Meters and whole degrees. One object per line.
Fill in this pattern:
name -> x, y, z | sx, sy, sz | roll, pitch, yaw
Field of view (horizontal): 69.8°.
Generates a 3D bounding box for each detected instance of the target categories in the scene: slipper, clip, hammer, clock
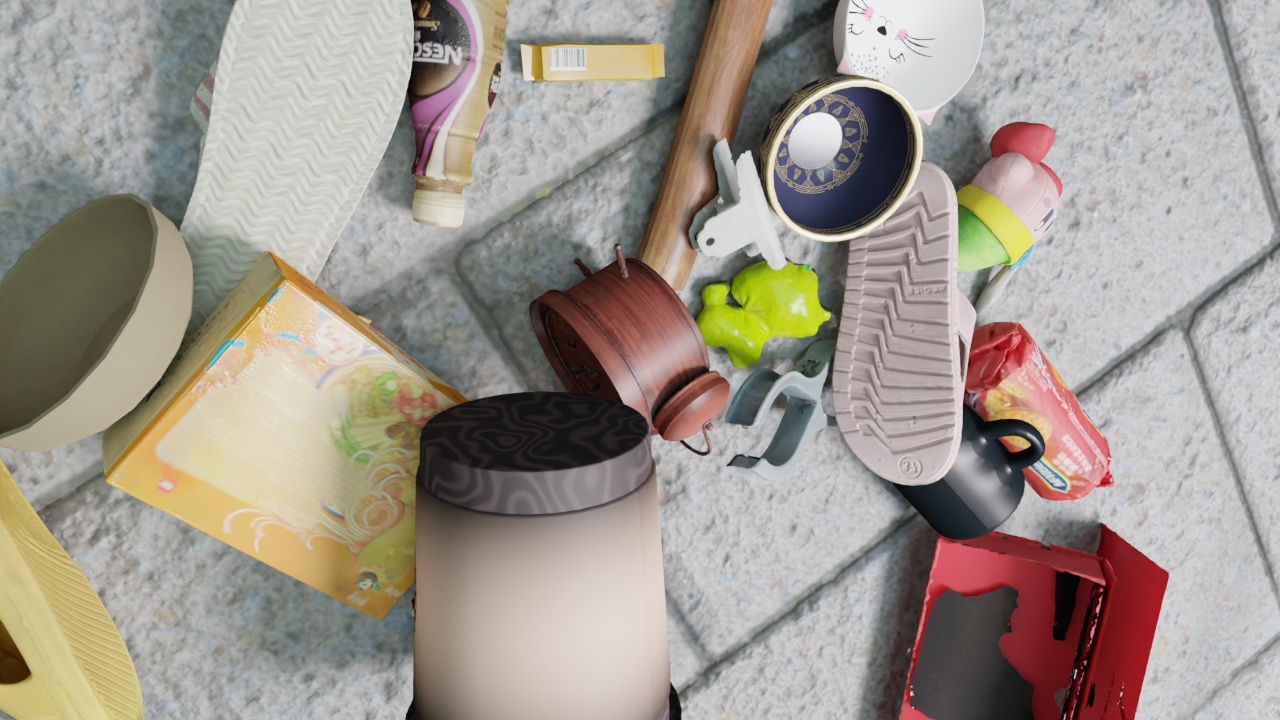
slipper -> -0.219, -0.126, 0.556 | 0.115, 0.052, 0.263 | 21, 104, -17
clip -> 0.107, 0.020, 0.660 | 0.162, 0.028, 0.112 | -21, 113, -56
clip -> 0.066, -0.096, 0.630 | 0.056, 0.056, 0.102 | -62, 141, -34
hammer -> 0.049, -0.191, 0.627 | 0.157, 0.037, 0.301 | 9, 102, -34
clock -> -0.004, 0.004, 0.618 | 0.072, 0.121, 0.158 | -35, 102, -17
slipper -> 0.200, -0.028, 0.692 | 0.064, 0.094, 0.239 | 3, 88, -57
slipper -> -0.380, 0.130, 0.527 | 0.078, 0.100, 0.263 | -28, 105, -22

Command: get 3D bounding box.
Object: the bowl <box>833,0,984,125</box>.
bowl -> 0.186, -0.237, 0.666 | 0.114, 0.050, 0.115 | -4, 102, -18

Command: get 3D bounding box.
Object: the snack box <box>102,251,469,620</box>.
snack box -> -0.195, 0.048, 0.568 | 0.145, 0.080, 0.195 | -49, 127, -3

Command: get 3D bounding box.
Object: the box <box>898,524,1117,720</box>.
box -> 0.286, 0.272, 0.659 | 0.198, 0.350, 0.217 | 12, 101, 17

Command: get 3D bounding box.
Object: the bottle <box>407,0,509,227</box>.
bottle -> -0.119, -0.168, 0.575 | 0.059, 0.059, 0.166 | 5, 102, -19

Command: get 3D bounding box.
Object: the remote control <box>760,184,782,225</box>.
remote control -> 0.131, -0.133, 0.690 | 0.130, 0.012, 0.033 | -26, 108, -12

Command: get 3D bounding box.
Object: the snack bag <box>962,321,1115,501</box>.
snack bag -> 0.319, 0.042, 0.757 | 0.082, 0.082, 0.176 | -46, 111, -5

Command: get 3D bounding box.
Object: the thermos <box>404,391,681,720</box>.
thermos -> -0.059, 0.145, 0.547 | 0.172, 0.173, 0.226 | -5, 108, -18

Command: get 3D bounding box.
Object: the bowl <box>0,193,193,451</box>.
bowl -> -0.303, -0.016, 0.510 | 0.152, 0.152, 0.050 | -49, 141, -4

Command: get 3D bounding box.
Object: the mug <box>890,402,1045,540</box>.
mug -> 0.255, 0.075, 0.720 | 0.094, 0.122, 0.085 | 45, 46, -21

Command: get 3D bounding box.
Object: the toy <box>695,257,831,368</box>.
toy -> 0.091, -0.037, 0.685 | 0.094, 0.036, 0.093 | 31, 95, -15

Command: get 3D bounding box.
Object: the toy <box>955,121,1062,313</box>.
toy -> 0.270, -0.108, 0.721 | 0.131, 0.097, 0.124 | -63, 151, -6

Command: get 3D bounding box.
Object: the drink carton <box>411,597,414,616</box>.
drink carton -> -0.098, 0.194, 0.667 | 0.064, 0.040, 0.130 | -48, 111, -5

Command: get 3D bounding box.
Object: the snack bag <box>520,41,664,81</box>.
snack bag -> -0.032, -0.201, 0.617 | 0.099, 0.020, 0.026 | -7, 108, -18

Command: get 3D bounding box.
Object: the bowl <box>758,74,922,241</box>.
bowl -> 0.132, -0.147, 0.644 | 0.112, 0.061, 0.113 | -7, 122, -11
